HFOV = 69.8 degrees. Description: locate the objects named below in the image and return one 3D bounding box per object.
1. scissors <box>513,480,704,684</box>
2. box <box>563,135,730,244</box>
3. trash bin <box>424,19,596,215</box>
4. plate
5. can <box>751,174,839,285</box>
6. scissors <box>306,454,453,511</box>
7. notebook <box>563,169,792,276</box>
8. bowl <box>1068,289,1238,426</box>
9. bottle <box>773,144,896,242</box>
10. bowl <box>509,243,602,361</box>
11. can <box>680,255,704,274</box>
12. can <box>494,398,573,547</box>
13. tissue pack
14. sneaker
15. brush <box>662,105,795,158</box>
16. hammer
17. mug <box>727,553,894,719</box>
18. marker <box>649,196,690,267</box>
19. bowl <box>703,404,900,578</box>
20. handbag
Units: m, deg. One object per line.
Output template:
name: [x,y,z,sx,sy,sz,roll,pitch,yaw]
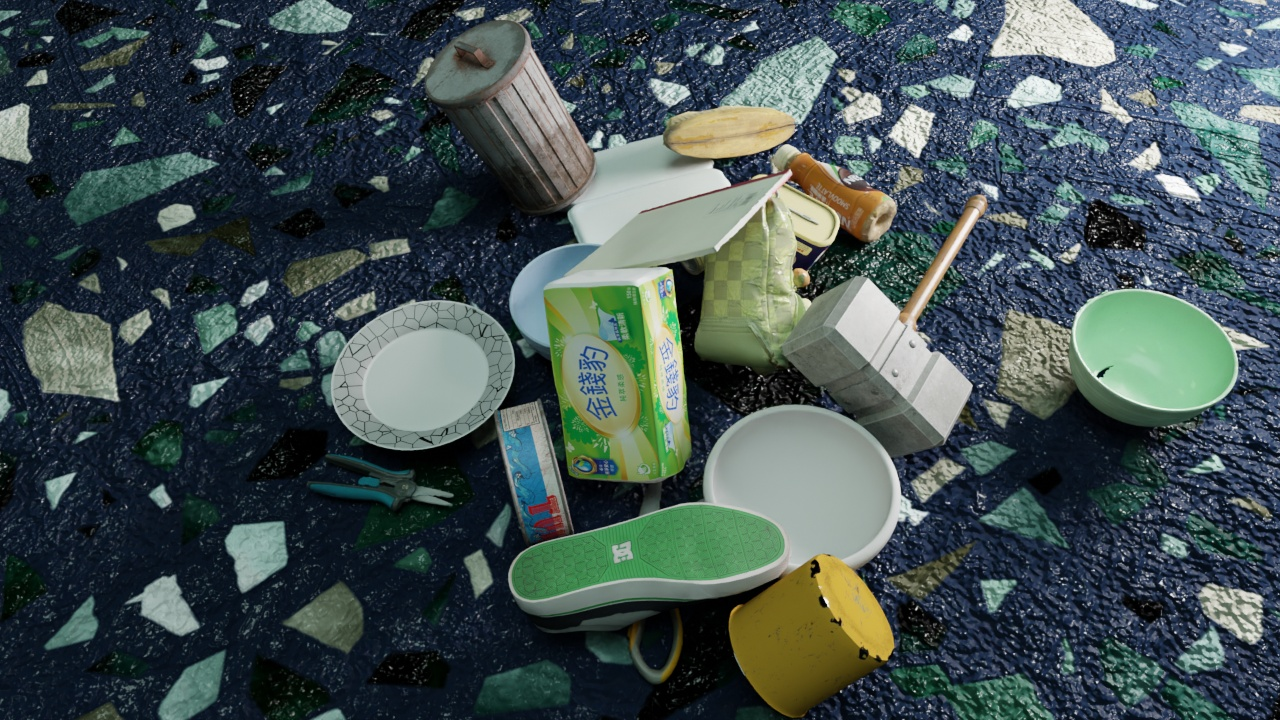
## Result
scissors: [0.001,0.193,0.845,0.225,0.016,0.216,-28,56,-17]
box: [0.003,-0.212,1.147,0.208,0.037,0.189,-15,57,-8]
trash bin: [-0.150,-0.285,1.078,0.131,0.211,0.130,-13,53,18]
plate: [-0.224,0.015,0.954,0.188,0.016,0.188,-2,54,2]
can: [0.152,-0.145,1.020,0.116,0.092,0.056,27,65,-2]
scissors: [-0.262,0.127,0.910,0.143,0.019,0.126,-20,49,-19]
notebook: [0.035,-0.134,0.926,0.209,0.012,0.152,-6,31,46]
bowl: [0.497,0.008,0.914,0.151,0.077,0.150,-2,53,2]
bottle: [0.229,-0.208,1.107,0.059,0.059,0.167,-34,58,-21]
bowl: [-0.062,-0.048,0.996,0.150,0.075,0.150,-2,53,3]
can: [0.085,-0.136,1.076,0.079,0.038,0.038,-36,59,-22]
can: [-0.098,0.103,0.848,0.044,0.130,0.129,-14,53,-7]
tissue pack: [-0.005,0.005,0.889,0.120,0.198,0.141,7,18,24]
sneaker: [0.012,0.185,0.783,0.235,0.079,0.084,-11,42,4]
brush: [0.111,-0.291,1.163,0.195,0.059,0.043,-13,36,-26]
hammer: [0.291,-0.072,0.941,0.162,0.083,0.316,43,61,-9]
mug: [0.147,0.225,0.744,0.094,0.123,0.100,-42,28,23]
marker: [0.037,-0.138,1.073,0.021,0.017,0.123,12,67,46]
bowl: [0.146,0.130,0.851,0.176,0.066,0.176,-2,53,2]
handbag: [0.127,-0.076,0.952,0.116,0.186,0.113,0,5,-41]
